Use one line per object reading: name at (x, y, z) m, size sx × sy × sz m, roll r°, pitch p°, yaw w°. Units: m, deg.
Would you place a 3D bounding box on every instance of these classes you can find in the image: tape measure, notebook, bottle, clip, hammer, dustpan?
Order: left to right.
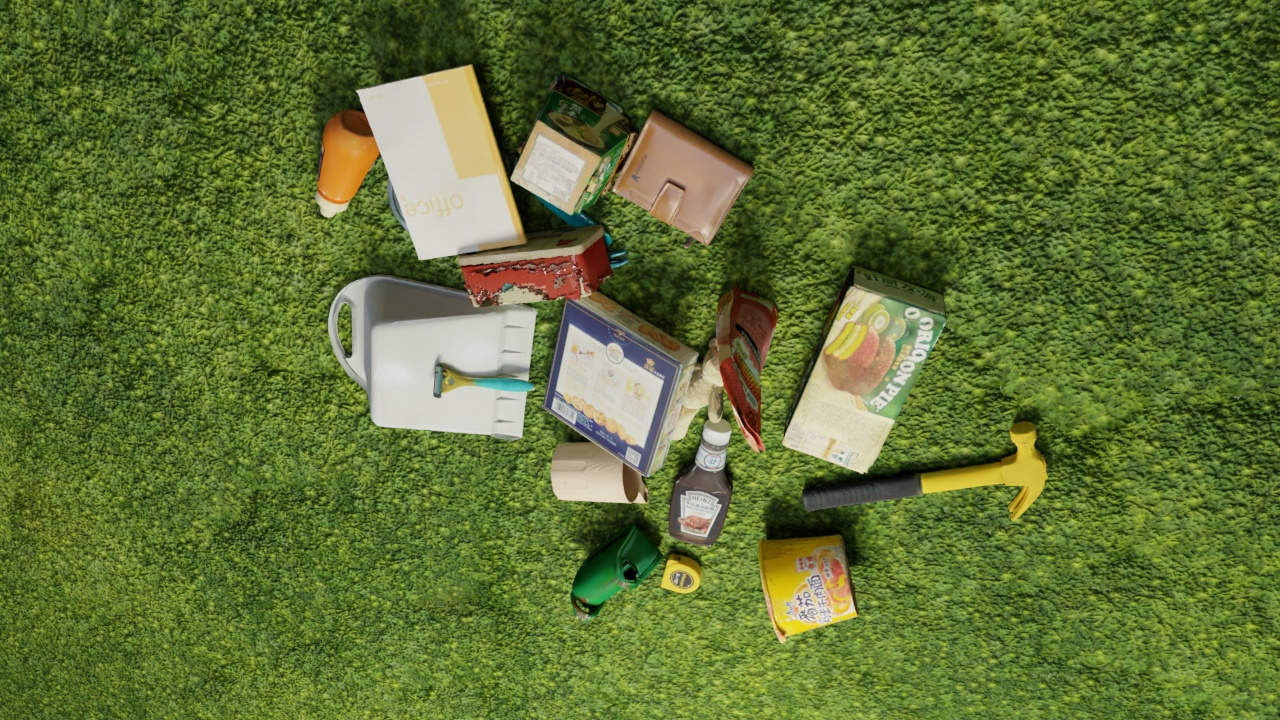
bottle at (-0.363, -0.232, 1.116) m, size 0.067 × 0.066 × 0.150 m, roll 33°, pitch 130°, yaw -6°
dustpan at (-0.291, -0.015, 1.256) m, size 0.257 × 0.142 × 0.223 m, roll -1°, pitch 125°, yaw -18°
notebook at (-0.223, -0.219, 1.041) m, size 0.146 × 0.010 × 0.206 m, roll -5°, pitch 117°, yaw 19°
clip at (-0.041, -0.120, 1.119) m, size 0.057 × 0.014 × 0.047 m, roll -14°, pitch 114°, yaw 24°
tape measure at (0.061, 0.311, 1.343) m, size 0.057 × 0.028 × 0.060 m, roll 16°, pitch 123°, yaw 7°
bottle at (0.087, 0.164, 1.239) m, size 0.080 × 0.043 × 0.195 m, roll 14°, pitch 122°, yaw 6°
hammer at (0.356, 0.158, 1.166) m, size 0.301 × 0.032 × 0.129 m, roll -11°, pitch 115°, yaw 21°

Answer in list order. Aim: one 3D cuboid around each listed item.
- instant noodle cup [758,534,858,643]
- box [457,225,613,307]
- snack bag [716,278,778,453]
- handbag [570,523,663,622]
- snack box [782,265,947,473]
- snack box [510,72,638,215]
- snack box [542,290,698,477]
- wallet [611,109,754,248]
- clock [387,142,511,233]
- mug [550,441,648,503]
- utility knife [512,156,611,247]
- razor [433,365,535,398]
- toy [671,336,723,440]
instant noodle cup at (0.228, 0.298, 1.233) m, size 0.110 × 0.137 × 0.138 m, roll -13°, pitch 116°, yaw 13°
box at (-0.124, -0.104, 1.096) m, size 0.169 × 0.091 × 0.080 m, roll -3°, pitch 114°, yaw 24°
snack bag at (0.117, -0.003, 1.031) m, size 0.073 × 0.207 × 0.129 m, roll -12°, pitch 118°, yaw 16°
handbag at (-0.037, 0.306, 1.314) m, size 0.068 × 0.119 × 0.132 m, roll 46°, pitch 123°, yaw -7°
snack box at (0.260, 0.015, 1.088) m, size 0.114 × 0.063 × 0.241 m, roll 18°, pitch 123°, yaw 4°
snack box at (-0.081, -0.230, 1.009) m, size 0.117 × 0.105 × 0.118 m, roll 30°, pitch 123°, yaw -3°
snack box at (-0.030, 0.026, 1.148) m, size 0.178 × 0.045 × 0.183 m, roll 32°, pitch 127°, yaw 23°
wallet at (0.044, -0.200, 1.039) m, size 0.130 × 0.035 × 0.119 m, roll 29°, pitch 118°, yaw -2°
clock at (-0.223, -0.210, 1.089) m, size 0.159 × 0.059 × 0.117 m, roll -30°, pitch 108°, yaw 30°
mug at (-0.054, 0.162, 1.263) m, size 0.104 × 0.084 × 0.125 m, roll -1°, pitch 146°, yaw 18°
utility knife at (-0.095, -0.186, 1.094) m, size 0.151 × 0.012 × 0.029 m, roll 38°, pitch 129°, yaw -9°
razor at (-0.205, 0.031, 1.209) m, size 0.132 × 0.028 × 0.043 m, roll 3°, pitch 91°, yaw -17°
toy at (0.073, 0.041, 1.163) m, size 0.158 × 0.066 × 0.105 m, roll -53°, pitch 55°, yaw 37°
